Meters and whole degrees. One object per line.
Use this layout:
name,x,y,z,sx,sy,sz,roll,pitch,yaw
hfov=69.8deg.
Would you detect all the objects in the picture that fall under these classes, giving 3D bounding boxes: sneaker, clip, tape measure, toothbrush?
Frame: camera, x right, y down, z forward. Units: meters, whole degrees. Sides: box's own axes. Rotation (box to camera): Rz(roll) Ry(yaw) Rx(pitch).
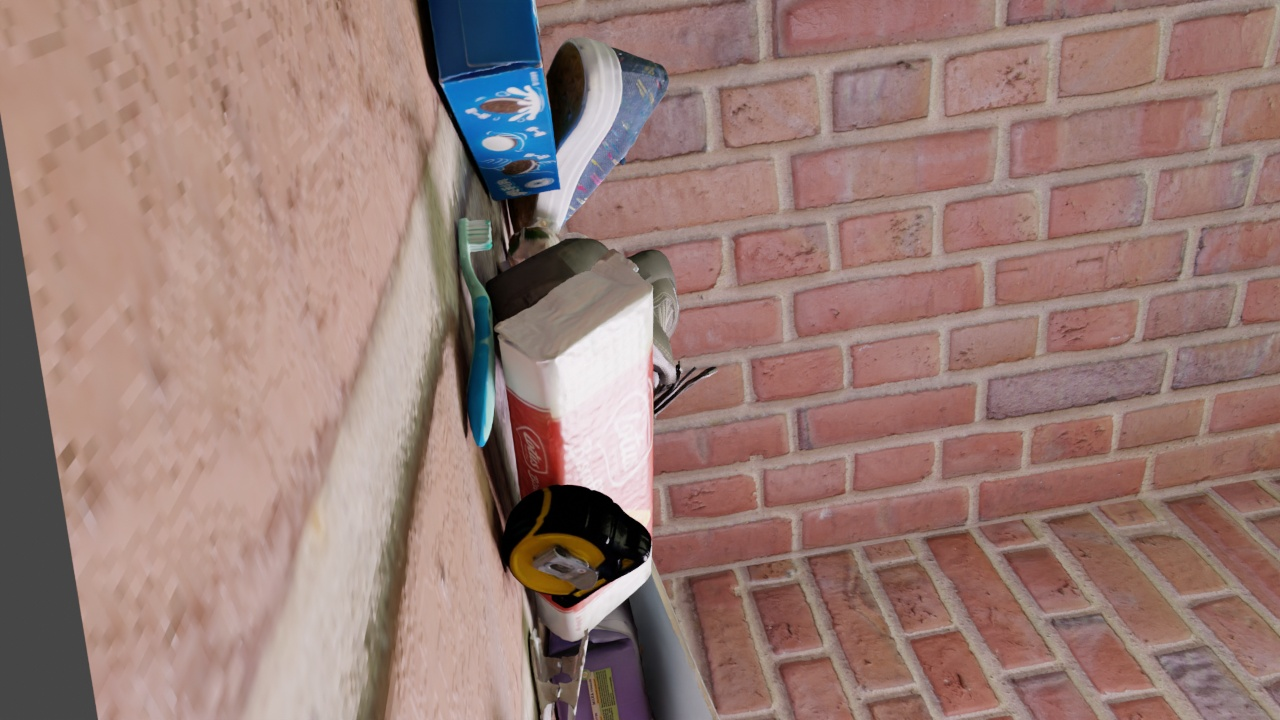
sneaker,-0.050,-0.172,0.743,0.236,0.079,0.087,-47,-124,58
clip,-0.037,0.171,0.490,0.101,0.045,0.055,-132,-134,-84
tape measure,-0.035,0.089,0.437,0.061,0.062,0.034,35,34,-23
sneaker,-0.004,0.003,0.612,0.143,0.101,0.237,65,15,7
toothbrush,-0.074,-0.018,0.424,0.022,0.017,0.135,91,-10,-53

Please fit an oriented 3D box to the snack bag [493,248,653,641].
snack bag,-0.027,0.057,0.482,0.041,0.077,0.226,32,-39,29

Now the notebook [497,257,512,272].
notebook,-0.069,0.008,0.736,0.209,0.008,0.141,99,-33,-82

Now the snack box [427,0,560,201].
snack box,-0.093,-0.225,0.568,0.239,0.056,0.195,126,-45,-85

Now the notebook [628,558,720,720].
notebook,-0.003,0.232,0.676,0.254,0.009,0.181,106,-34,-51

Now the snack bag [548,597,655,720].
snack bag,-0.018,0.248,0.607,0.096,0.058,0.205,-111,-169,-75

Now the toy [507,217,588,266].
toy,-0.072,-0.072,0.748,0.106,0.074,0.085,46,32,-52
